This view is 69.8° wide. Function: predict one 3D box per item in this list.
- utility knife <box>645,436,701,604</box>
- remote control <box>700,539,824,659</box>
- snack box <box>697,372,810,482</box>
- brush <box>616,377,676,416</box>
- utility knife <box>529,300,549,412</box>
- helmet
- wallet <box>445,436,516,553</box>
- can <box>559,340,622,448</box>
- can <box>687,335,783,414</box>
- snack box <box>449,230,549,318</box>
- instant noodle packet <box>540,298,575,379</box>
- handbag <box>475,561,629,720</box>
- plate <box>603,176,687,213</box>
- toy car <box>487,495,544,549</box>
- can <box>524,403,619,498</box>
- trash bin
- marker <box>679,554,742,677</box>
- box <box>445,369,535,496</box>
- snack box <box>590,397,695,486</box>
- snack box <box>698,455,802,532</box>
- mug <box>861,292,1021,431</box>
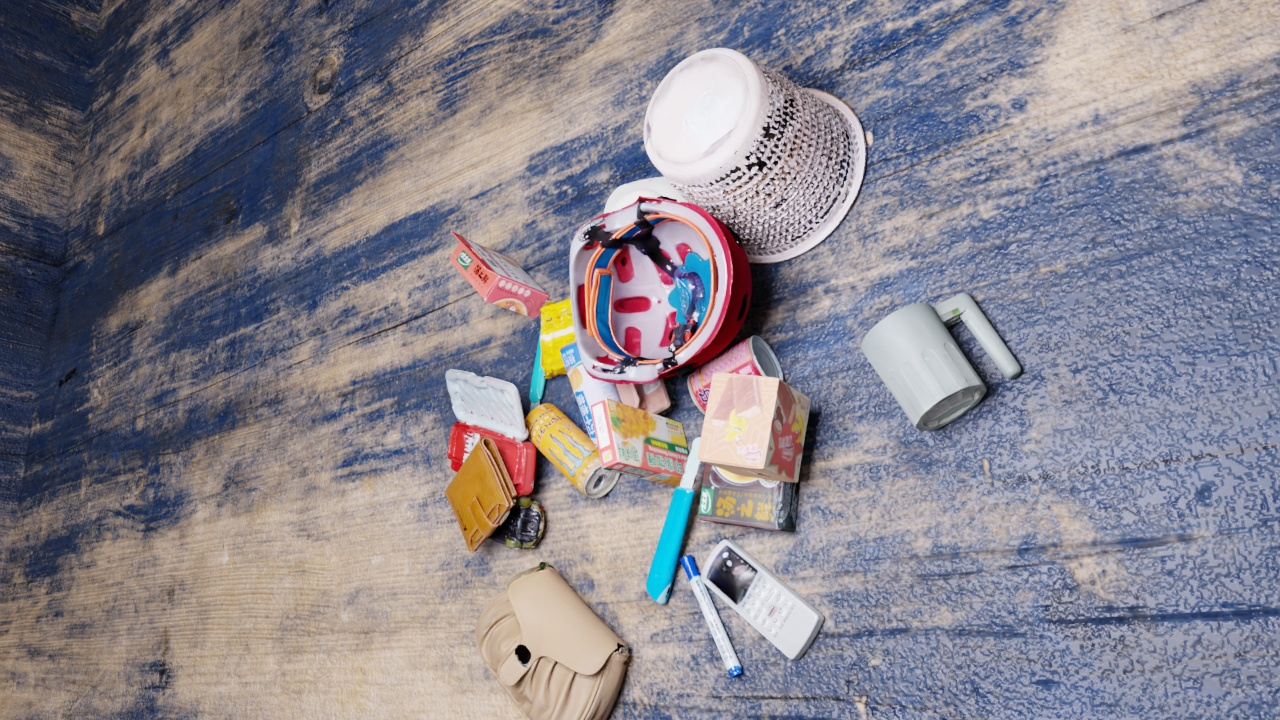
[{"bbox_3d":[0.044,0.184,1.071,0.034,0.018,0.208,26,106,44],"label":"utility knife"},{"bbox_3d":[0.130,0.259,1.006,0.150,0.021,0.058,35,99,38],"label":"remote control"},{"bbox_3d":[0.121,0.071,0.963,0.077,0.092,0.094,5,77,33],"label":"snack box"},{"bbox_3d":[-0.007,0.007,1.152,0.063,0.073,0.145,-32,58,28],"label":"brush"},{"bbox_3d":[-0.139,0.000,1.294,0.029,0.013,0.178,-1,75,41],"label":"utility knife"},{"bbox_3d":[0.040,-0.080,1.060,0.241,0.143,0.207,-12,84,38],"label":"helmet"},{"bbox_3d":[-0.209,0.184,1.216,0.131,0.035,0.119,-51,53,39],"label":"wallet"},{"bbox_3d":[-0.056,0.040,1.160,0.053,0.053,0.134,-25,80,30],"label":"can"},{"bbox_3d":[0.109,0.021,1.061,0.094,0.066,0.066,-31,60,27],"label":"can"},{"bbox_3d":[-0.210,-0.121,1.311,0.044,0.127,0.113,-55,51,12],"label":"snack box"},{"bbox_3d":[-0.082,-0.035,1.241,0.129,0.044,0.110,-10,77,39],"label":"instant noodle packet"},{"bbox_3d":[-0.114,0.353,1.117,0.204,0.099,0.148,38,97,35],"label":"handbag"},{"bbox_3d":[-0.001,-0.170,1.224,0.164,0.034,0.164,0,78,38],"label":"plate"},{"bbox_3d":[-0.191,0.212,1.254,0.158,0.042,0.070,8,86,42],"label":"toy car"},{"bbox_3d":[-0.092,0.116,1.195,0.146,0.058,0.058,38,101,38],"label":"can"},{"bbox_3d":[0.116,-0.246,1.053,0.228,0.192,0.227,-12,70,35],"label":"trash bin"},{"bbox_3d":[0.080,0.288,1.039,0.017,0.017,0.145,-39,57,23],"label":"marker"},{"bbox_3d":[-0.211,0.096,1.261,0.201,0.049,0.161,9,104,51],"label":"box"},{"bbox_3d":[0.004,0.098,1.062,0.027,0.155,0.077,-26,62,28],"label":"snack box"},{"bbox_3d":[0.117,0.131,1.038,0.126,0.053,0.113,1,77,33],"label":"snack box"},{"bbox_3d":[0.301,-0.002,0.919,0.124,0.084,0.103,-26,60,1],"label":"mug"}]
